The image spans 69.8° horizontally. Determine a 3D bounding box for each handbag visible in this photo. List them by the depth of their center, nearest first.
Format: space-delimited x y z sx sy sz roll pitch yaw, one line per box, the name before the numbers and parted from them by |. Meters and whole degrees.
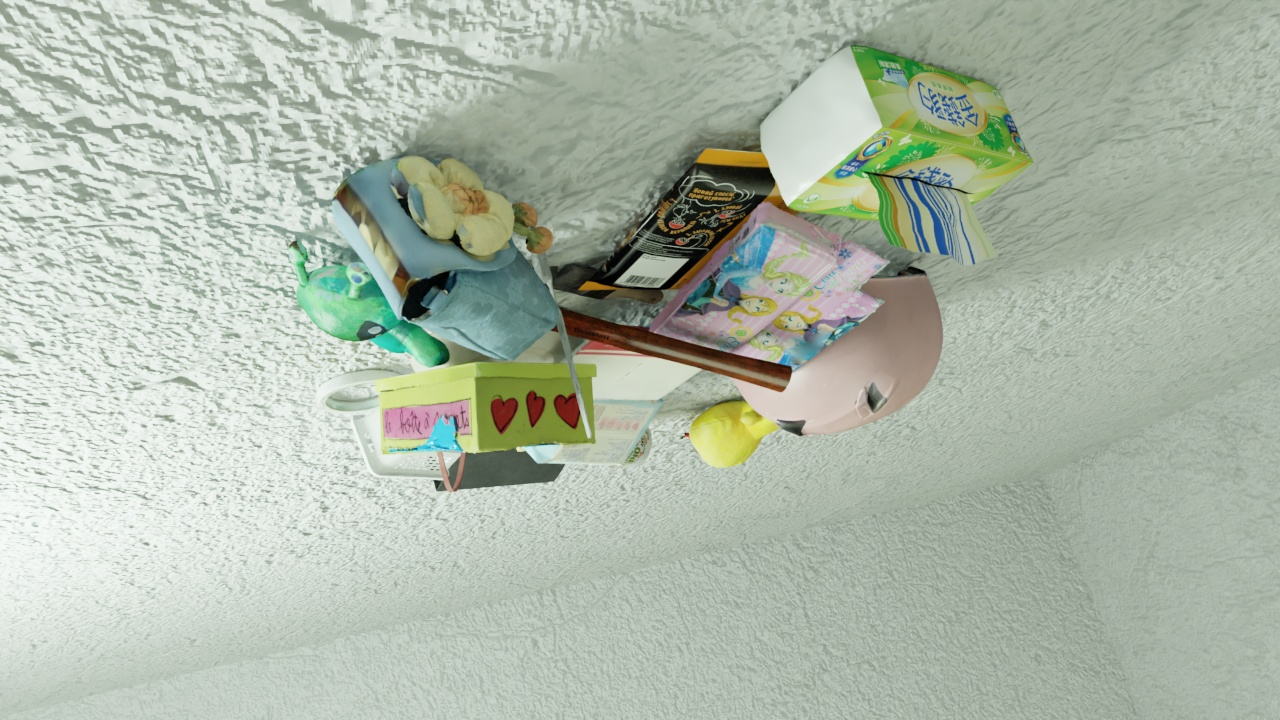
handbag | -0.126 -0.075 0.670 0.119 0.121 0.192 -41 156 8
handbag | -0.213 0.088 1.031 0.029 0.119 0.055 -14 165 39
handbag | -0.155 0.082 1.173 0.175 0.072 0.196 0 144 -37

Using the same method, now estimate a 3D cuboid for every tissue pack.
tissue pack | 0.206 -0.138 0.697 0.197 0.141 0.121 -3 157 -31
tissue pack | -0.059 0.071 1.137 0.181 0.070 0.112 8 119 -49

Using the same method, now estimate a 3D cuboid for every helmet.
helmet | 0.228 0.003 1.046 0.256 0.152 0.229 -30 170 31

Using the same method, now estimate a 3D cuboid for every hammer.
hammer | 0.000 -0.018 0.865 0.300 0.028 0.111 14 141 -10

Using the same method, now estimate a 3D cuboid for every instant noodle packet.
instant noodle packet | 0.063 -0.116 0.811 0.159 0.032 0.221 -4 158 -34

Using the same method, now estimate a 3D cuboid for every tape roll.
tape roll | -0.298 0.034 0.982 0.093 0.013 0.093 -14 160 -5

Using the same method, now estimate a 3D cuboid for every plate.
plate | -0.145 -0.004 0.970 0.188 0.027 0.189 -13 160 -5

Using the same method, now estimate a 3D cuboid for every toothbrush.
toothbrush | -0.067 -0.017 0.765 0.010 0.181 0.010 3 148 -35

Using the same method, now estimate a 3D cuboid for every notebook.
notebook | -0.006 0.006 1.009 0.208 0.012 0.153 3 150 -44

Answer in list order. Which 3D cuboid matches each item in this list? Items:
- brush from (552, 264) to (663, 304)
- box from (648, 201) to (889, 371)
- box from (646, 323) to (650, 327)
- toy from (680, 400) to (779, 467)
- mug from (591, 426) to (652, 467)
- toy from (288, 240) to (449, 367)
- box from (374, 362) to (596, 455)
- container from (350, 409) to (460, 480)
brush | -0.030 -0.071 0.896 0.039 0.012 0.151 -30 156 34
box | 0.122 -0.046 0.852 0.159 0.035 0.231 21 148 -16
box | 0.077 -0.029 1.060 0.174 0.033 0.232 4 152 -43
toy | 0.156 0.101 1.382 0.208 0.092 0.133 -33 157 35
mug | -0.051 0.111 1.301 0.105 0.073 0.089 3 174 37
toy | -0.220 -0.041 0.759 0.131 0.072 0.193 17 168 16
box | -0.146 0.044 0.839 0.124 0.081 0.221 -1 174 -35
container | -0.264 0.091 1.068 0.050 0.080 0.129 -37 156 20
